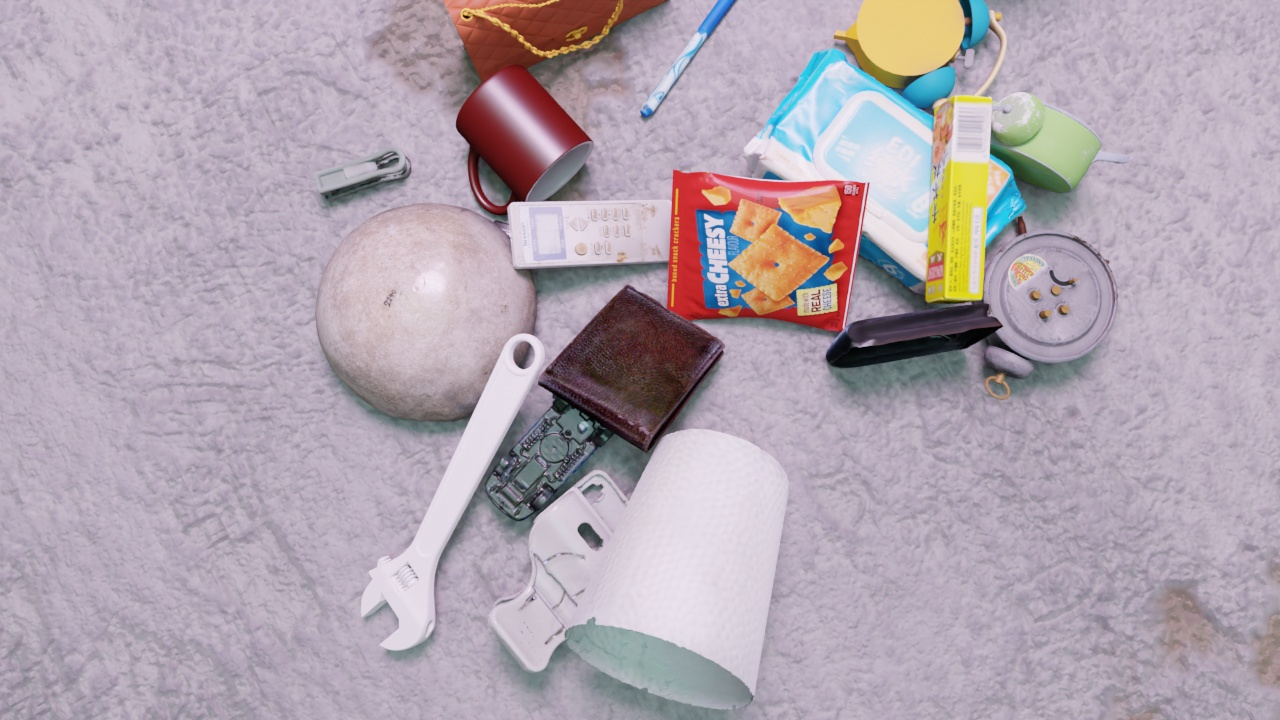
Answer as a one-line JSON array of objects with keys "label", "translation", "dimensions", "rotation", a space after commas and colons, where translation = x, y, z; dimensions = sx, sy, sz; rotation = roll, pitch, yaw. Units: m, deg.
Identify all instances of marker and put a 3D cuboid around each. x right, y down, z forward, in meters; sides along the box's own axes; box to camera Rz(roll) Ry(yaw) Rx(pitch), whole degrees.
[{"label": "marker", "translation": [0.044, -0.259, 0.756], "dimensions": [0.013, 0.013, 0.142], "rotation": [35, 87, 2]}]

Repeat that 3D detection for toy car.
[{"label": "toy car", "translation": [-0.071, 0.070, 0.722], "dimensions": [0.056, 0.043, 0.120], "rotation": [43, 90, 2]}]

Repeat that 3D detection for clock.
[{"label": "clock", "translation": [0.304, -0.171, 0.712], "dimensions": [0.119, 0.094, 0.042], "rotation": [30, 97, -4]}, {"label": "clock", "translation": [0.228, -0.259, 0.742], "dimensions": [0.129, 0.043, 0.099], "rotation": [30, 87, 9]}, {"label": "clock", "translation": [0.309, -0.036, 0.721], "dimensions": [0.104, 0.056, 0.147], "rotation": [28, 85, 2]}]

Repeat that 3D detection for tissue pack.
[{"label": "tissue pack", "translation": [0.194, -0.143, 0.725], "dimensions": [0.209, 0.066, 0.117], "rotation": [36, 88, 0]}]

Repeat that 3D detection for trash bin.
[{"label": "trash bin", "translation": [0.036, 0.144, 0.656], "dimensions": [0.133, 0.134, 0.161], "rotation": [22, 58, 1]}]

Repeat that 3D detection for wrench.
[{"label": "wrench", "translation": [-0.143, 0.102, 0.705], "dimensions": [0.066, 0.018, 0.273], "rotation": [31, 99, 19]}]

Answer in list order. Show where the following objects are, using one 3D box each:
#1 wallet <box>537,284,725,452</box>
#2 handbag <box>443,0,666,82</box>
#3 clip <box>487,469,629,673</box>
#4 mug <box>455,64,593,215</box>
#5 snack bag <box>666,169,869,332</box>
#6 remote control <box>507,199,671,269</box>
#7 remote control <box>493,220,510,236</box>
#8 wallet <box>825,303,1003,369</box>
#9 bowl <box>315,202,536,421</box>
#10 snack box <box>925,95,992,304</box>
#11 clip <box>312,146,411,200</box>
[{"label": "wallet", "translation": [-0.004, 0.004, 0.706], "dimensions": [0.099, 0.031, 0.119], "rotation": [32, 57, 12]}, {"label": "handbag", "translation": [-0.058, -0.279, 0.709], "dimensions": [0.172, 0.109, 0.060], "rotation": [-26, 87, -1]}, {"label": "clip", "translation": [-0.048, 0.173, 0.713], "dimensions": [0.144, 0.075, 0.124], "rotation": [-38, 85, -12]}, {"label": "mug", "translation": [-0.101, -0.166, 0.729], "dimensions": [0.082, 0.073, 0.106], "rotation": [48, 117, 3]}, {"label": "snack bag", "translation": [0.094, -0.083, 0.711], "dimensions": [0.144, 0.039, 0.131], "rotation": [4, 123, 4]}, {"label": "remote control", "translation": [-0.036, -0.100, 0.724], "dimensions": [0.135, 0.011, 0.050], "rotation": [-5, 87, -21]}, {"label": "remote control", "translation": [-0.125, -0.044, 0.746], "dimensions": [0.030, 0.009, 0.140], "rotation": [17, 87, 1]}, {"label": "wallet", "translation": [0.205, -0.020, 0.704], "dimensions": [0.115, 0.089, 0.026], "rotation": [-8, 80, -1]}, {"label": "bowl", "translation": [-0.174, -0.043, 0.705], "dimensions": [0.178, 0.081, 0.178], "rotation": [-1, 83, 5]}, {"label": "snack box", "translation": [0.233, -0.116, 0.673], "dimensions": [0.029, 0.040, 0.148], "rotation": [2, 91, -3]}, {"label": "clip", "translation": [-0.224, -0.152, 0.744], "dimensions": [0.076, 0.045, 0.023], "rotation": [-19, 89, -3]}]
